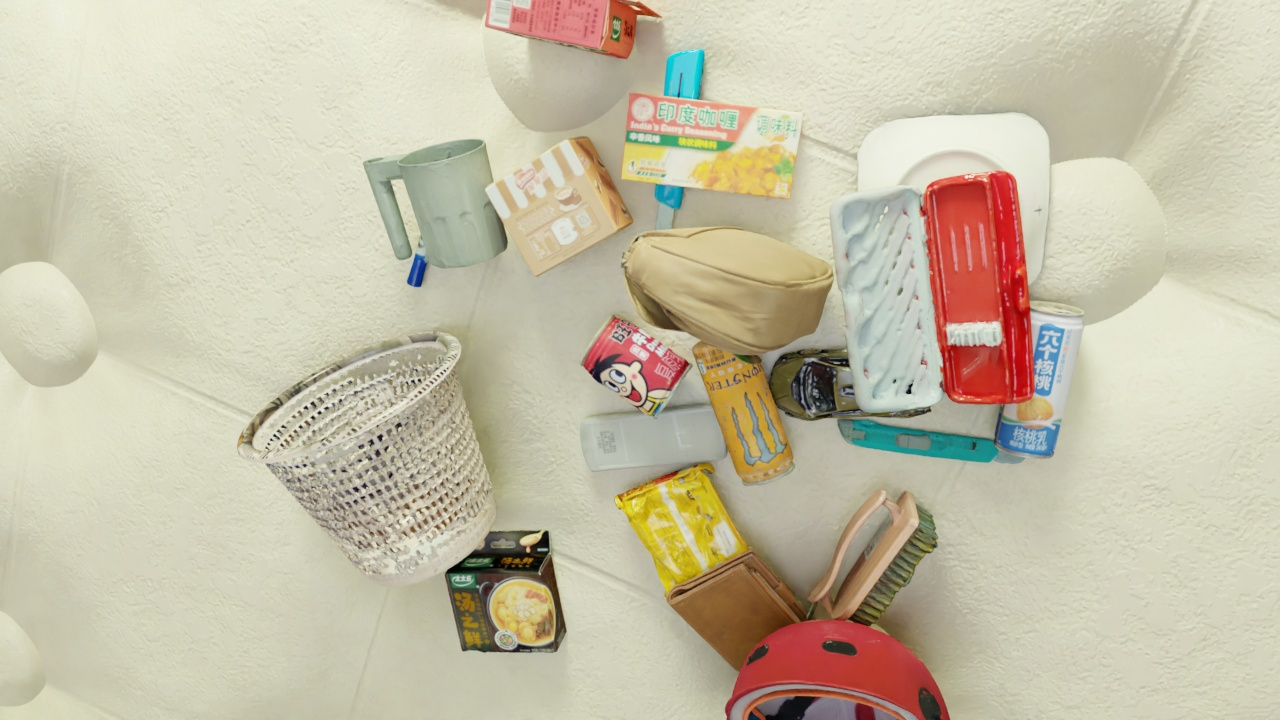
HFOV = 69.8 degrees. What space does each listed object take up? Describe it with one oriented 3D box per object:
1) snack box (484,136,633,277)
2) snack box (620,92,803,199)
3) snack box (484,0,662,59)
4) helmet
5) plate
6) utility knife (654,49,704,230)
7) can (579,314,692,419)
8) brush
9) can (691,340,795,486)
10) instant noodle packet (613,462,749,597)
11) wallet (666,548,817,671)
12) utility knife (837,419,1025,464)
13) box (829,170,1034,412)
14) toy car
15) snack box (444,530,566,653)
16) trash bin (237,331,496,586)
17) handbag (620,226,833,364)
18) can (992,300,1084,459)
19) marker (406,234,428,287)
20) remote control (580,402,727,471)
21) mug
[{"bbox_3d":[-0.074,-0.146,0.861,0.093,0.077,0.094,-26,99,18],"label":"snack box"},{"bbox_3d":[0.063,-0.194,0.829,0.156,0.027,0.077,6,107,0],"label":"snack box"},{"bbox_3d":[-0.055,-0.294,0.796,0.127,0.113,0.044,14,106,9],"label":"snack box"},{"bbox_3d":[0.190,0.326,0.885,0.207,0.143,0.240,-16,121,26],"label":"helmet"},{"bbox_3d":[0.274,-0.132,0.808,0.164,0.034,0.164,-1,105,14],"label":"plate"},{"bbox_3d":[0.030,-0.183,0.858,0.034,0.018,0.208,10,109,9],"label":"utility knife"},{"bbox_3d":[-0.005,0.005,0.893,0.094,0.066,0.067,34,110,2],"label":"can"},{"bbox_3d":[0.224,0.196,0.897,0.073,0.063,0.146,29,111,0],"label":"brush"},{"bbox_3d":[0.099,0.044,0.882,0.058,0.058,0.146,-18,99,17],"label":"can"},{"bbox_3d":[0.049,0.175,0.940,0.111,0.044,0.128,-24,101,16],"label":"instant noodle packet"},{"bbox_3d":[0.111,0.256,0.936,0.119,0.035,0.130,-33,117,14],"label":"wallet"},{"bbox_3d":[0.277,0.079,0.876,0.178,0.013,0.029,7,108,11],"label":"utility knife"},{"bbox_3d":[0.253,-0.055,0.794,0.161,0.049,0.201,-5,105,22],"label":"box"},{"bbox_3d":[0.200,0.023,0.866,0.158,0.042,0.070,-4,104,17],"label":"toy car"},{"bbox_3d":[-0.148,0.255,1.009,0.113,0.053,0.126,-4,109,14],"label":"snack box"},{"bbox_3d":[-0.247,0.107,0.914,0.228,0.227,0.192,-15,114,16],"label":"trash bin"},{"bbox_3d":[0.079,-0.059,0.788,0.148,0.204,0.100,25,108,22],"label":"handbag"},{"bbox_3d":[0.355,0.017,0.820,0.053,0.053,0.135,8,107,11],"label":"can"},{"bbox_3d":[-0.209,-0.142,0.925,0.017,0.016,0.146,24,109,6],"label":"marker"},{"bbox_3d":[0.013,0.078,0.933,0.150,0.021,0.058,-7,102,15],"label":"remote control"},{"bbox_3d":[-0.195,-0.148,0.878,0.124,0.083,0.103,-3,117,17],"label":"mug"}]
